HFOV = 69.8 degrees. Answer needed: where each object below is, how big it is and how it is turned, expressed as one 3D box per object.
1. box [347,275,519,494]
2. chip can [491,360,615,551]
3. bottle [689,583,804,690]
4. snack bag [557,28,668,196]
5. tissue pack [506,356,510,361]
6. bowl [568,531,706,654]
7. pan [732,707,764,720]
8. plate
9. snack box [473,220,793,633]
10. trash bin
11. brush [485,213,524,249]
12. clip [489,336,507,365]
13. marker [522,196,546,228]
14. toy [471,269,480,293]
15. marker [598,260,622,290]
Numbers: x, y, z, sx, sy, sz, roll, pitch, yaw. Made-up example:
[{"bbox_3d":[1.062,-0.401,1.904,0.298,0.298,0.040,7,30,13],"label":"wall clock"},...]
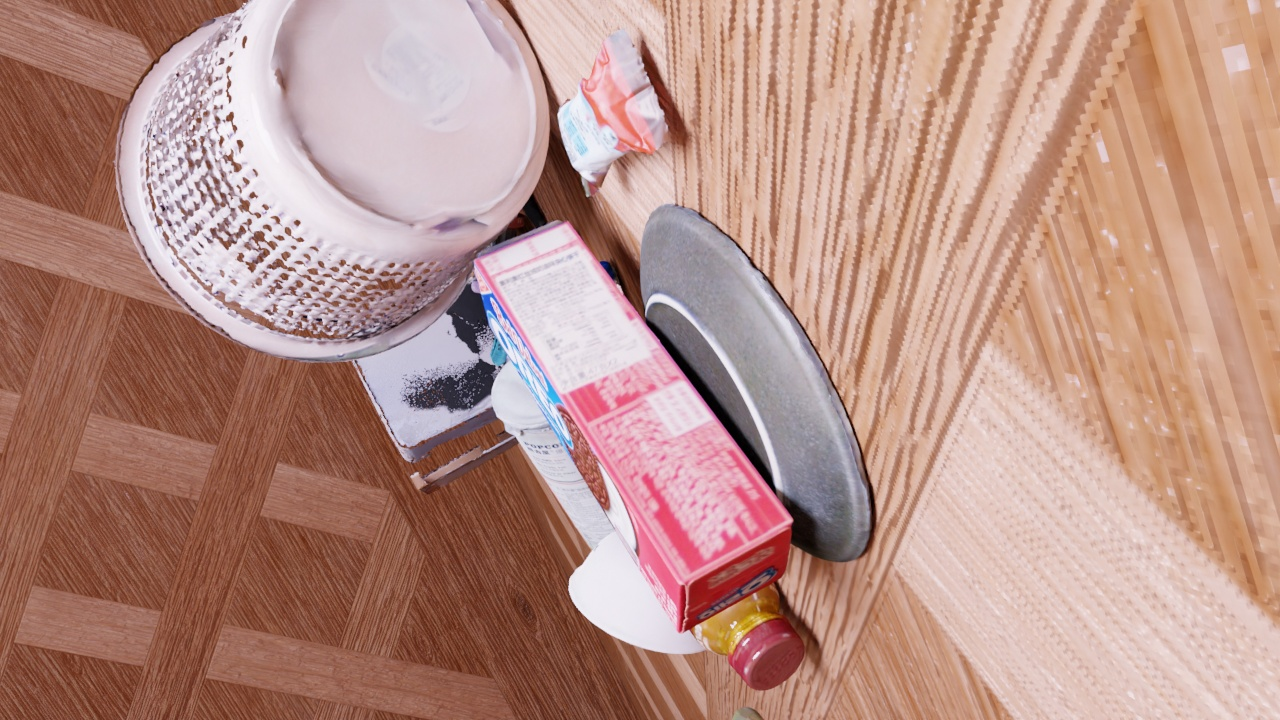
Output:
[{"bbox_3d":[-0.180,0.030,0.952,0.157,0.183,0.193,61,164,10],"label":"box"},{"bbox_3d":[-0.039,0.080,0.691,0.071,0.071,0.215,51,170,41],"label":"chip can"},{"bbox_3d":[0.036,0.127,0.572,0.175,0.057,0.057,47,160,50],"label":"bottle"},{"bbox_3d":[-0.016,-0.098,0.381,0.104,0.026,0.048,178,71,-77],"label":"snack bag"},{"bbox_3d":[-0.069,0.031,0.799,0.157,0.052,0.095,66,169,-16],"label":"tissue pack"},{"bbox_3d":[0.013,0.151,0.667,0.118,0.118,0.065,41,116,59],"label":"bowl"},{"bbox_3d":[0.162,0.286,0.365,0.357,0.078,0.198,58,166,18],"label":"pan"},{"bbox_3d":[0.039,0.017,0.414,0.179,0.024,0.180,57,167,21],"label":"plate"},{"bbox_3d":[-0.010,0.021,0.431,0.207,0.058,0.057,54,161,33],"label":"snack box"},{"bbox_3d":[-0.156,-0.118,0.509,0.192,0.226,0.227,-7,111,57],"label":"trash bin"},{"bbox_3d":[-0.130,-0.120,0.722,0.146,0.063,0.069,-147,61,-64],"label":"brush"},{"bbox_3d":[-0.112,-0.022,0.761,0.049,0.015,0.057,-123,52,-66],"label":"clip"},{"bbox_3d":[-0.099,-0.146,0.641,0.124,0.015,0.018,59,165,1],"label":"marker"},{"bbox_3d":[-0.098,-0.059,0.727,0.083,0.039,0.108,20,-171,-20],"label":"toy"},{"bbox_3d":[-0.003,0.003,0.566,0.017,0.017,0.146,44,158,54],"label":"marker"}]
